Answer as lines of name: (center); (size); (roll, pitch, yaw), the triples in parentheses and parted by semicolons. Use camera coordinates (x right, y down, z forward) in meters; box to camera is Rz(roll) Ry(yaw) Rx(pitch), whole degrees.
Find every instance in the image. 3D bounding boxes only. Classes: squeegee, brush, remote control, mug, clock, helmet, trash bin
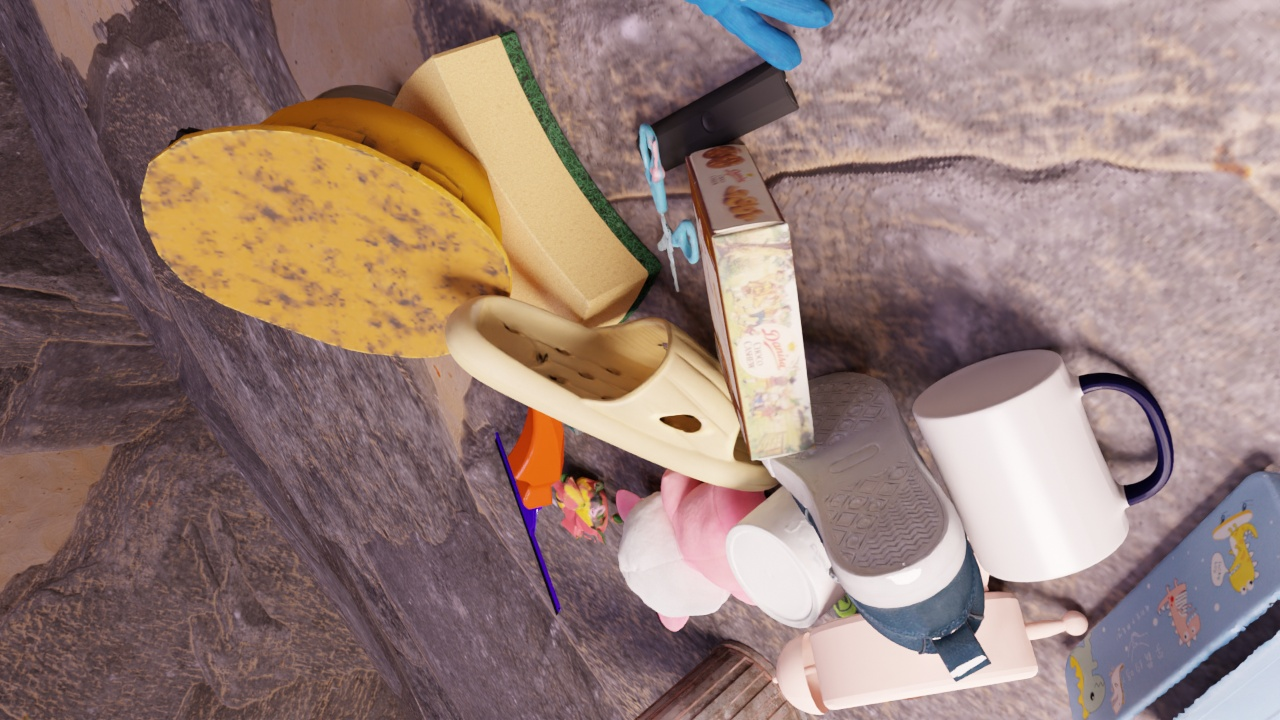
squeegee: (-0.104, 0.098, 0.923); (0.249, 0.055, 0.185); (-119, 26, -44)
brush: (-0.110, -0.119, 0.768); (0.250, 0.075, 0.196); (58, 148, 1)
remote control: (0.046, -0.153, 0.584); (0.147, 0.015, 0.033); (-10, 108, 56)
mug: (0.214, 0.049, 0.479); (0.112, 0.078, 0.097); (-21, 100, 29)
clock: (0.173, 0.175, 0.584); (0.161, 0.131, 0.086); (-50, 45, 48)
helmet: (-0.211, -0.117, 0.684); (0.255, 0.131, 0.206); (12, 139, -4)
mug: (0.122, 0.117, 0.623); (0.082, 0.105, 0.082); (35, 141, 34)
trash bin: (0.041, 0.373, 0.847); (0.131, 0.210, 0.131); (34, 141, 34)

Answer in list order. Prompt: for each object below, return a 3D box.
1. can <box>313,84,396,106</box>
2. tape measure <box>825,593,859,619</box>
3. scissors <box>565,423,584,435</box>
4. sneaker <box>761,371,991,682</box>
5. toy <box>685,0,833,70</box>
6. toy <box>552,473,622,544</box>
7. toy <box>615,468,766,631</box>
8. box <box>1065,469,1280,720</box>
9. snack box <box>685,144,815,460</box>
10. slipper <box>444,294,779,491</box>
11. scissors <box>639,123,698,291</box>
can: (-0.265, -0.186, 0.875); (0.128, 0.127, 0.073); (58, 150, 1)
tape measure: (0.159, 0.166, 0.681); (0.059, 0.035, 0.066); (26, 140, 54)
scissors: (-0.081, 0.047, 0.922); (0.131, 0.019, 0.150); (55, 146, 1)
sneaker: (0.134, 0.083, 0.538); (0.087, 0.089, 0.235); (56, -171, -22)
toy: (0.028, -0.231, 0.499); (0.176, 0.070, 0.113); (55, 137, 5)
toy: (-0.061, 0.153, 0.962); (0.084, 0.046, 0.104); (52, 155, -5)
toy: (0.048, 0.155, 0.776); (0.142, 0.084, 0.214); (59, 145, 0)
box: (0.296, 0.141, 0.476); (0.211, 0.072, 0.078); (99, 169, -45)
snack box: (0.064, -0.040, 0.556); (0.143, 0.041, 0.147); (-97, -5, -61)
slipper: (-0.004, 0.004, 0.640); (0.261, 0.111, 0.079); (22, 119, -12)
scissors: (0.024, -0.087, 0.622); (0.119, 0.015, 0.139); (-116, 5, -45)
